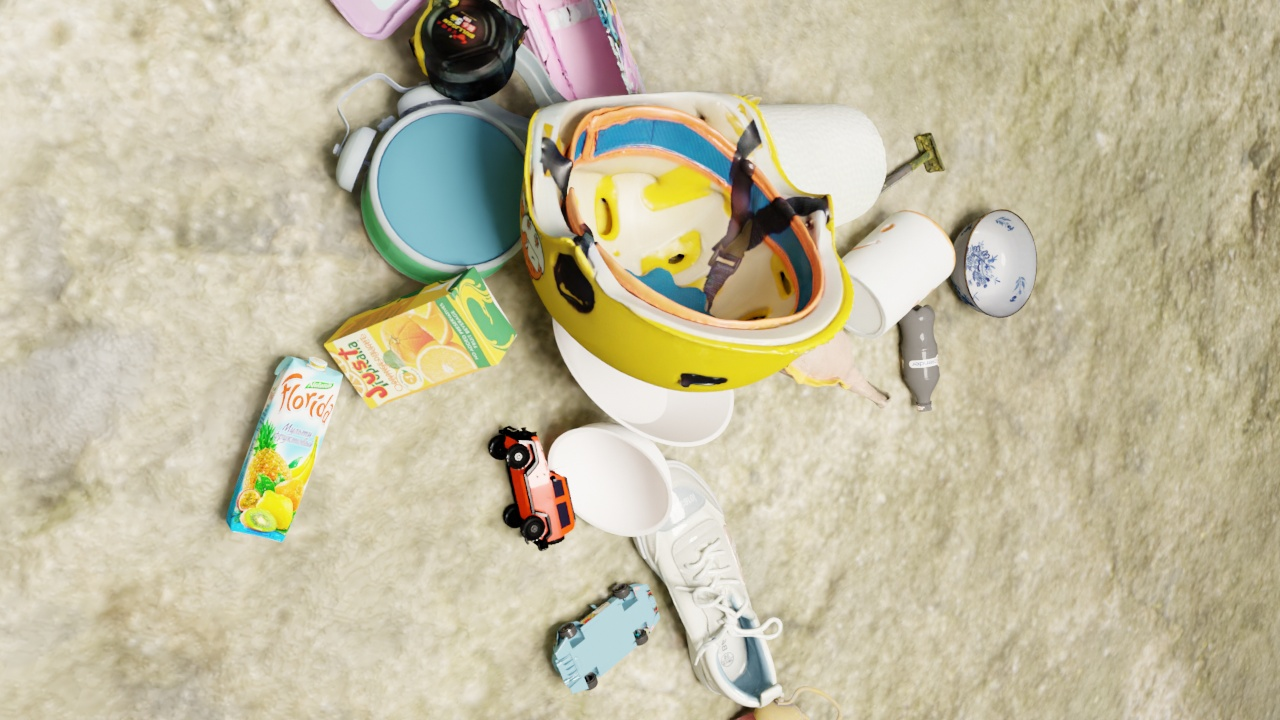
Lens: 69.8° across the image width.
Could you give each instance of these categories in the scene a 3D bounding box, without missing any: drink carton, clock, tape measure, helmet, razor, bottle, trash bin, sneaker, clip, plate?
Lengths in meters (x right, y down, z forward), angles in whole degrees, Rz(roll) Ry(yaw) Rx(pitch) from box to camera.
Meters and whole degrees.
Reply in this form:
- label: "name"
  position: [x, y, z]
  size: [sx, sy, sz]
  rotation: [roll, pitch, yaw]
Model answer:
- label: "drink carton"
  position: [-0.248, 0.059, 0.639]
  size: [0.044, 0.039, 0.129]
  rotation: [21, 84, -30]
- label: "clock"
  position: [-0.151, -0.133, 0.666]
  size: [0.121, 0.075, 0.161]
  rotation: [-44, 101, -19]
- label: "tape measure"
  position: [-0.120, -0.217, 0.634]
  size: [0.071, 0.042, 0.072]
  rotation: [31, 75, 2]
- label: "clock"
  position: [0.129, 0.377, 0.858]
  size: [0.117, 0.081, 0.159]
  rotation: [34, 86, -17]
- label: "helmet"
  position: [0.020, -0.063, 0.627]
  size: [0.208, 0.140, 0.240]
  rotation: [-15, 63, -30]
- label: "razor"
  position: [0.261, -0.187, 0.927]
  size: [0.105, 0.026, 0.042]
  rotation: [-35, 112, -19]
- label: "bottle"
  position: [0.289, -0.002, 0.947]
  size: [0.036, 0.036, 0.110]
  rotation: [-13, 100, -29]
- label: "drink carton"
  position: [-0.157, -0.014, 0.644]
  size: [0.058, 0.123, 0.041]
  rotation: [60, 27, -23]
- label: "trash bin"
  position: [0.118, -0.158, 0.786]
  size: [0.161, 0.133, 0.133]
  rotation: [-18, 103, -35]
- label: "sneaker"
  position: [0.066, 0.197, 0.804]
  size: [0.089, 0.091, 0.242]
  rotation: [-27, 106, -25]
- label: "clip"
  position: [-0.088, -0.184, 0.697]
  size: [0.162, 0.091, 0.027]
  rotation: [32, 35, -6]
- label: "plate"
  position: [-0.005, 0.004, 0.748]
  size: [0.174, 0.036, 0.173]
  rotation: [24, 42, -24]

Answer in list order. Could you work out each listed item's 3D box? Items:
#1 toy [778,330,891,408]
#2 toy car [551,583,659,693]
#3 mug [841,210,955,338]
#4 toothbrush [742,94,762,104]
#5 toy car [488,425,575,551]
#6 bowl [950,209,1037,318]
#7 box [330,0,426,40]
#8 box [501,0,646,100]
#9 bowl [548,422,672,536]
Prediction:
- label: "toy"
  position: [0.088, -0.017, 0.767]
  size: [0.263, 0.065, 0.196]
  rotation: [-13, 59, -46]
- label: "toy car"
  position: [-0.033, 0.233, 0.786]
  size: [0.107, 0.028, 0.060]
  rotation: [-31, 109, -35]
- label: "mug"
  position: [0.238, -0.083, 0.885]
  size: [0.105, 0.082, 0.082]
  rotation: [-40, 112, -21]
- label: "toothbrush"
  position: [0.056, -0.204, 0.808]
  size: [0.135, 0.016, 0.021]
  rotation: [-35, 117, -24]
- label: "toy car"
  position: [-0.085, 0.100, 0.731]
  size: [0.048, 0.051, 0.100]
  rotation: [-16, 102, -25]
- label: "bowl"
  position: [0.368, -0.103, 0.980]
  size: [0.114, 0.045, 0.114]
  rotation: [-3, 96, -30]
- label: "box"
  position: [-0.150, -0.331, 0.605]
  size: [0.214, 0.062, 0.140]
  rotation: [-40, 134, 7]
- label: "box"
  position: [-0.043, -0.264, 0.702]
  size: [0.084, 0.091, 0.230]
  rotation: [-30, 108, -26]
- label: "bowl"
  position: [-0.017, 0.089, 0.751]
  size: [0.110, 0.110, 0.040]
  rotation: [61, 37, -19]
